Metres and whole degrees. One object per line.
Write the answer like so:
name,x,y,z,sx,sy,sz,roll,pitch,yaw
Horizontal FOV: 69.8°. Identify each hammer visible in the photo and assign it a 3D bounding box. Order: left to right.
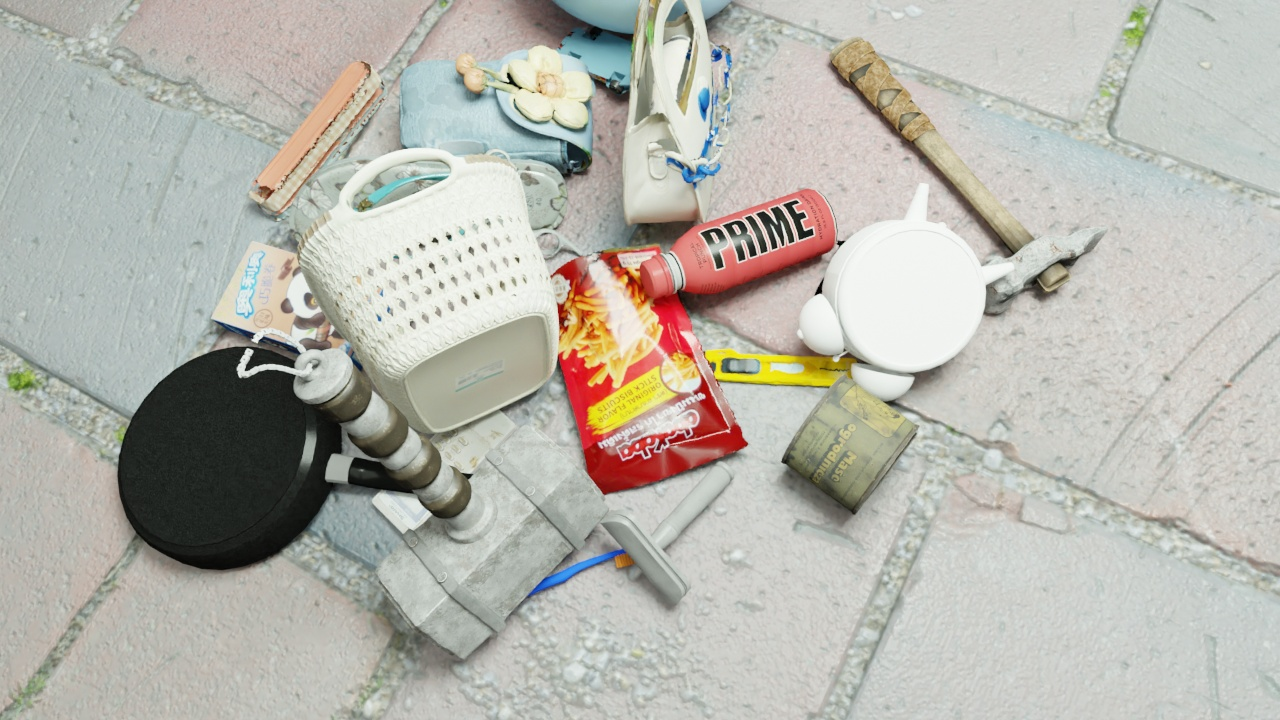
hammer,-0.158,0.077,0.659,0.176,0.326,0.079,-44,48,-12
hammer,0.284,-0.189,0.854,0.121,0.049,0.318,-30,68,-8

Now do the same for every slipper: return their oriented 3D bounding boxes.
slipper,-0.203,-0.144,0.857,0.269,0.098,0.054,-7,34,2

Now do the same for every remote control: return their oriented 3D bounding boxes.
remote control,-0.175,0.092,0.819,0.050,0.011,0.135,40,79,17

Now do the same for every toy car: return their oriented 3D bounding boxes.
toy car,-0.033,-0.303,0.935,0.108,0.027,0.060,29,75,25

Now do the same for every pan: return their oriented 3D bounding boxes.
pan,-0.298,0.090,0.809,0.356,0.044,0.203,5,71,12

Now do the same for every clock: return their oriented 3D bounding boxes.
clock,0.217,-0.054,0.777,0.125,0.073,0.161,40,94,-10

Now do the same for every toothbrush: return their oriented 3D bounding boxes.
toothbrush,-0.085,0.193,0.771,0.182,0.016,0.018,-21,75,-2

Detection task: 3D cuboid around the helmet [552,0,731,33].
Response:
helmet,-0.008,-0.403,0.873,0.266,0.225,0.167,7,92,32

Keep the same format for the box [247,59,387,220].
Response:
box,-0.329,-0.227,0.931,0.059,0.056,0.186,36,78,-16

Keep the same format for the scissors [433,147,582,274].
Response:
scissors,-0.135,-0.123,0.853,0.175,0.014,0.142,17,111,-17

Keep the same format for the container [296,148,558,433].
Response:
container,-0.157,-0.045,0.743,0.184,0.246,0.143,-25,74,-12

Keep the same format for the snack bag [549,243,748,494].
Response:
snack bag,-0.005,0.005,0.817,0.139,0.067,0.207,-19,78,-2

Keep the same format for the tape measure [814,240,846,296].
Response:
tape measure,0.195,-0.071,0.824,0.061,0.034,0.061,22,75,11

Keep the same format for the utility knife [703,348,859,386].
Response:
utility knife,0.123,0.006,0.816,0.151,0.017,0.030,3,83,4

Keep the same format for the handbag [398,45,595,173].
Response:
handbag,-0.138,-0.241,0.877,0.192,0.119,0.121,-1,73,0

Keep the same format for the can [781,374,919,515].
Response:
can,0.171,0.069,0.747,0.074,0.090,0.089,36,78,17

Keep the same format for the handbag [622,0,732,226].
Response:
handbag,0.032,-0.234,0.805,0.093,0.200,0.200,2,56,8

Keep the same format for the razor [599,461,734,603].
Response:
razor,0.036,0.128,0.764,0.116,0.047,0.088,-43,98,-25

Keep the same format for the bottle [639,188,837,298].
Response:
bottle,0.084,-0.098,0.813,0.176,0.062,0.062,-21,69,-14

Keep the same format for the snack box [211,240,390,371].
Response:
snack box,-0.320,-0.052,0.874,0.151,0.034,0.087,17,73,12
